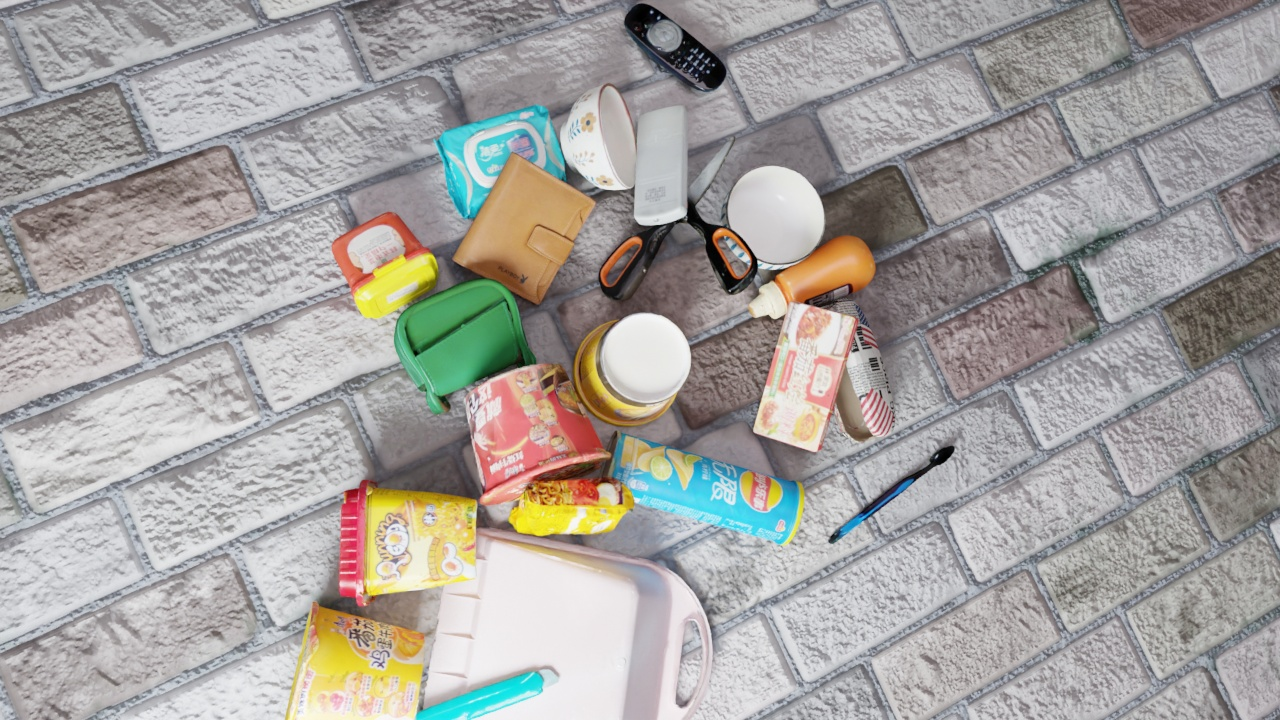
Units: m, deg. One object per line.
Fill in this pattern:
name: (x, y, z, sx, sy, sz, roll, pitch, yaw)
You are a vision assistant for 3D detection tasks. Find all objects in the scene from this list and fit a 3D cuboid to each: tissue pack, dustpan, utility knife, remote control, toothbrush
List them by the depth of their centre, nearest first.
utility knife: (-0.155, 0.335, 0.895, 0.166, 0.013, 0.029, -22, 75, 9)
dustpan: (-0.072, 0.304, 0.957, 0.274, 0.139, 0.222, 7, 80, 19)
tissue pack: (-0.152, -0.216, 1.001, 0.133, 0.050, 0.093, -21, 87, -13)
remote control: (0.024, -0.218, 1.022, 0.058, 0.021, 0.149, -8, 63, 21)
toothbrush: (0.287, 0.153, 1.050, 0.189, 0.016, 0.014, -34, 98, -11)
remote control: (0.040, -0.363, 1.075, 0.136, 0.024, 0.053, 38, 78, -2)

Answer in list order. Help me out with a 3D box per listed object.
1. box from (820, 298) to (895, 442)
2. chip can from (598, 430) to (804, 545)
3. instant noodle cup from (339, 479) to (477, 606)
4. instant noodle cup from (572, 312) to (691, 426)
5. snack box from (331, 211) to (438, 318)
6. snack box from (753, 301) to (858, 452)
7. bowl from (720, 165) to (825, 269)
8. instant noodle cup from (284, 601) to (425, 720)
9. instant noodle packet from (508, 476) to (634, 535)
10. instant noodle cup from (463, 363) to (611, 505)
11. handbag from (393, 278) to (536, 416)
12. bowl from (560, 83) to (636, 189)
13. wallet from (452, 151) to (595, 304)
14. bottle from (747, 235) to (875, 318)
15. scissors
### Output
box: (0.249, 0.007, 1.029, 0.075, 0.082, 0.163, -13, 81, -18)
chip can: (0.064, 0.135, 0.978, 0.210, 0.071, 0.071, 17, 78, -8)
instant noodle cup: (-0.221, 0.174, 0.891, 0.123, 0.116, 0.116, 0, 81, -10)
instant noodle cup: (-0.006, 0.006, 0.962, 0.118, 0.115, 0.118, 2, 80, -11)
snack box: (-0.266, -0.101, 0.947, 0.091, 0.082, 0.080, -32, 78, -15)
snack box: (0.181, 0.017, 1.005, 0.075, 0.025, 0.153, 17, 96, 20)
bowl: (0.143, -0.156, 1.041, 0.116, 0.066, 0.116, 2, 81, -12)
instant noodle cup: (-0.267, 0.304, 0.859, 0.109, 0.138, 0.138, 14, 79, -17)
instant noodle packet: (-0.071, 0.148, 0.919, 0.110, 0.129, 0.044, 5, 68, -12)
instant noodle cup: (-0.113, 0.073, 0.926, 0.137, 0.138, 0.108, -18, 77, -13)
handbag: (-0.186, -0.018, 0.960, 0.131, 0.068, 0.120, -24, 94, -15)
bowl: (-0.049, -0.239, 1.005, 0.062, 0.113, 0.113, -9, 82, 20)
wallet: (-0.123, -0.139, 0.979, 0.107, 0.031, 0.132, 28, 97, -24)
bottle: (0.191, -0.088, 1.045, 0.149, 0.067, 0.066, -26, 87, -6)
scissors: (0.042, -0.146, 1.008, 0.221, 0.021, 0.233, -39, 60, 6)
